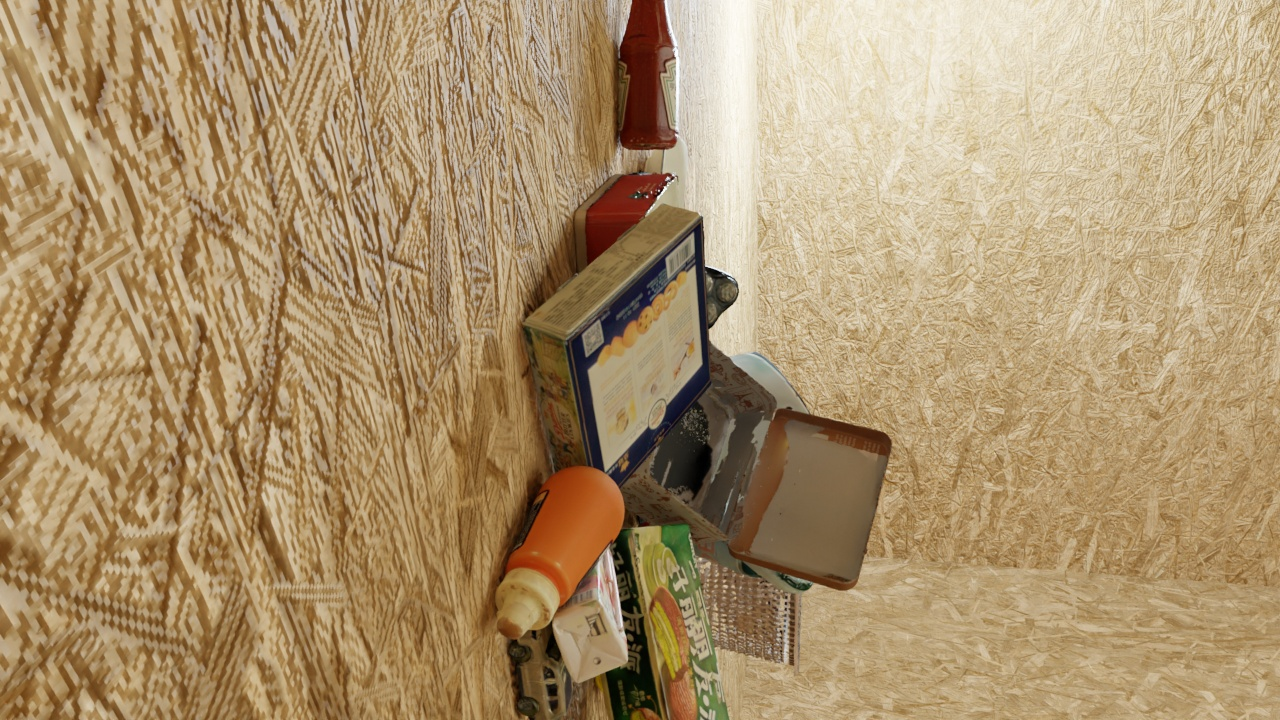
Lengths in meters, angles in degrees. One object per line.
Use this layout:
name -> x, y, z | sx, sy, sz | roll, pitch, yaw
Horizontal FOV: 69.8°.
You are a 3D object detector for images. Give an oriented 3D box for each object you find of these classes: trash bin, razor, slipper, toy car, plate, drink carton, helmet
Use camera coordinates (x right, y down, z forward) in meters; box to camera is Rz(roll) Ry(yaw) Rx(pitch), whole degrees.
trash bin -> 0.136, 0.327, 1.321 | 0.227, 0.192, 0.227 | 3, 89, -79
razor -> 0.025, -0.039, 0.870 | 0.168, 0.062, 0.067 | -33, -131, 54
slipper -> 0.081, 0.182, 1.015 | 0.104, 0.245, 0.074 | 16, 106, -53
toy car -> -0.070, 0.217, 0.658 | 0.042, 0.035, 0.090 | -70, 156, -63
plate -> 0.028, -0.186, 1.085 | 0.163, 0.034, 0.164 | -17, 109, -78
drink carton -> -0.038, 0.176, 0.678 | 0.122, 0.045, 0.053 | -108, 177, -75
helmet -> 0.100, 0.126, 1.173 | 0.230, 0.156, 0.274 | -127, -141, -61

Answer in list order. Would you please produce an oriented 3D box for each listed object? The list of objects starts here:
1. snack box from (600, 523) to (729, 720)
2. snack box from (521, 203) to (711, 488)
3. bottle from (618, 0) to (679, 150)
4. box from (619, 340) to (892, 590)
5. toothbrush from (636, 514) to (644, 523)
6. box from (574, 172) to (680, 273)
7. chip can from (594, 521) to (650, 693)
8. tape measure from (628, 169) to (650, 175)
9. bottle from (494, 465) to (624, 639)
snack box -> 0.016, 0.267, 0.813 | 0.114, 0.063, 0.240 | 14, 61, -60
snack box -> -0.009, -0.003, 0.732 | 0.177, 0.046, 0.183 | -45, 143, -37
bottle -> 0.009, -0.311, 0.896 | 0.059, 0.060, 0.206 | -40, 132, -75
box -> 0.108, 0.108, 0.928 | 0.126, 0.273, 0.178 | 121, -6, -58
toothbrush -> -0.002, 0.163, 1.049 | 0.190, 0.016, 0.014 | 78, 23, -54
box -> 0.000, -0.113, 0.839 | 0.168, 0.080, 0.091 | -63, 152, -64
chip can -> 0.008, 0.259, 0.974 | 0.216, 0.073, 0.073 | -71, 160, -59
tape measure -> 0.000, -0.173, 0.968 | 0.058, 0.025, 0.054 | -48, 138, -72
bottle -> -0.060, 0.135, 0.636 | 0.149, 0.067, 0.067 | -57, 148, -55
